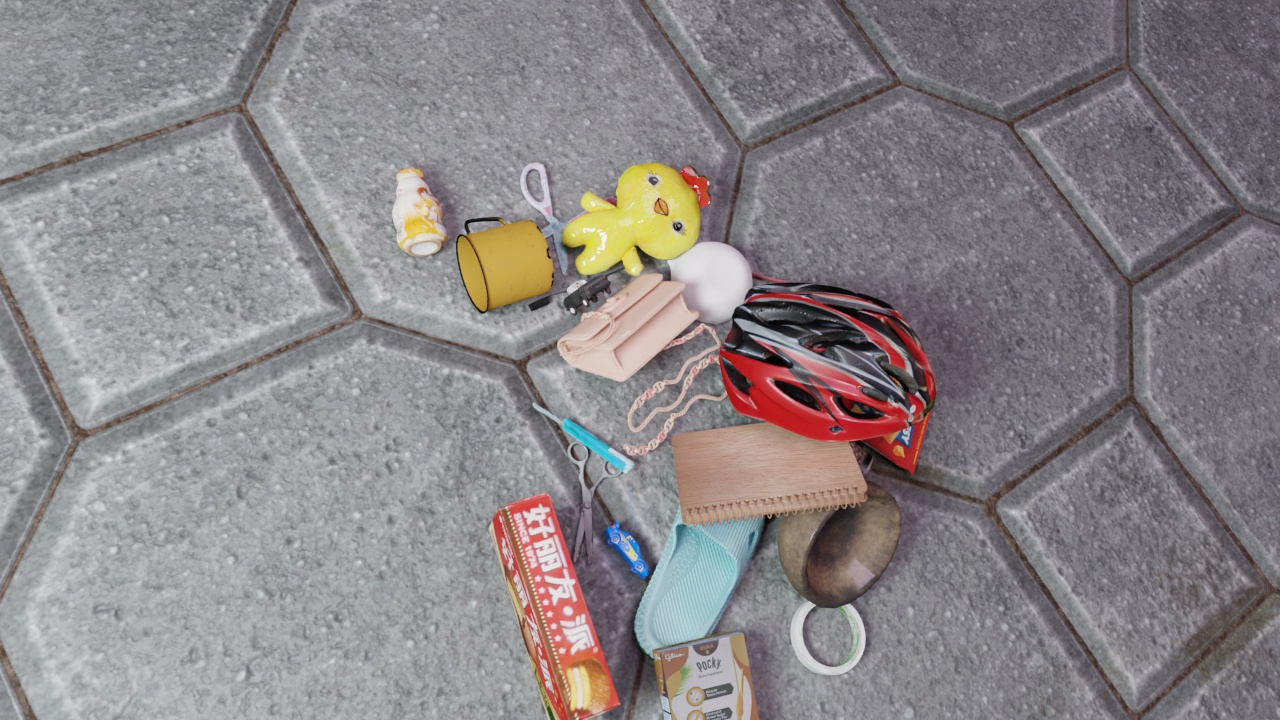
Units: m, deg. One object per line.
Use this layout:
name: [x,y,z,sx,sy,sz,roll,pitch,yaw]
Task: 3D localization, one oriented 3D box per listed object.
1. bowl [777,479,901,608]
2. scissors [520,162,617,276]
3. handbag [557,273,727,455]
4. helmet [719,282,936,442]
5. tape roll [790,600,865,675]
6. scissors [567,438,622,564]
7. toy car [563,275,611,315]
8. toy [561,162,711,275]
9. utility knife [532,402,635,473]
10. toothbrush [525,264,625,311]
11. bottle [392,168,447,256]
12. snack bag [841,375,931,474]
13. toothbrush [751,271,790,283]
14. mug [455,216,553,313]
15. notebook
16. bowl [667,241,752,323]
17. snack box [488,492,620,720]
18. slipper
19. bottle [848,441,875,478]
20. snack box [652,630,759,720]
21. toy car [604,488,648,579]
bowl: [0.234,0.213,1.113,0.162,0.070,0.162,-13,116,-29]
scissors: [-0.114,-0.200,1.244,0.170,0.013,0.175,-33,83,-21]
handbag: [-0.006,0.007,1.179,0.198,0.117,0.187,-41,121,-29]
helmet: [0.234,-0.003,1.144,0.272,0.167,0.216,15,39,18]
tape roll: [0.230,0.337,1.126,0.093,0.018,0.093,6,67,-14]
scissors: [-0.073,0.161,1.112,0.120,0.014,0.159,35,61,-1]
toy car: [-0.070,-0.087,1.165,0.040,0.092,0.037,-34,95,-24]
toy: [-0.003,-0.187,1.225,0.207,0.092,0.134,-28,91,-19]
utility knife: [-0.070,0.092,1.130,0.149,0.015,0.022,35,33,1]
toothbrush: [-0.076,-0.102,1.215,0.167,0.013,0.013,-26,86,-23]
bottle: [-0.284,-0.189,1.164,0.063,0.063,0.108,-9,71,-19]
snack bag: [0.329,0.065,1.247,0.144,0.039,0.130,31,63,-13]
toothbrush: [0.142,-0.124,1.284,0.184,0.015,0.015,15,69,-11]
mug: [-0.173,-0.130,1.151,0.094,0.101,0.123,-19,73,-23]
notebook: [0.148,0.130,1.092,0.210,0.022,0.168,-8,29,2]
bowl: [0.102,-0.110,1.236,0.114,0.051,0.114,3,79,-14]
snack box: [-0.099,0.274,1.005,0.060,0.113,0.236,-15,74,-21]
slipper: [0.080,0.232,1.099,0.116,0.070,0.275,31,65,-6]
bottle: [0.246,0.116,1.195,0.105,0.056,0.056,38,64,1]
snack box: [0.081,0.409,1.029,0.101,0.032,0.186,-8,82,-18]
toy car: [-0.006,0.208,1.100,0.061,0.033,0.092,-40,84,-18]
